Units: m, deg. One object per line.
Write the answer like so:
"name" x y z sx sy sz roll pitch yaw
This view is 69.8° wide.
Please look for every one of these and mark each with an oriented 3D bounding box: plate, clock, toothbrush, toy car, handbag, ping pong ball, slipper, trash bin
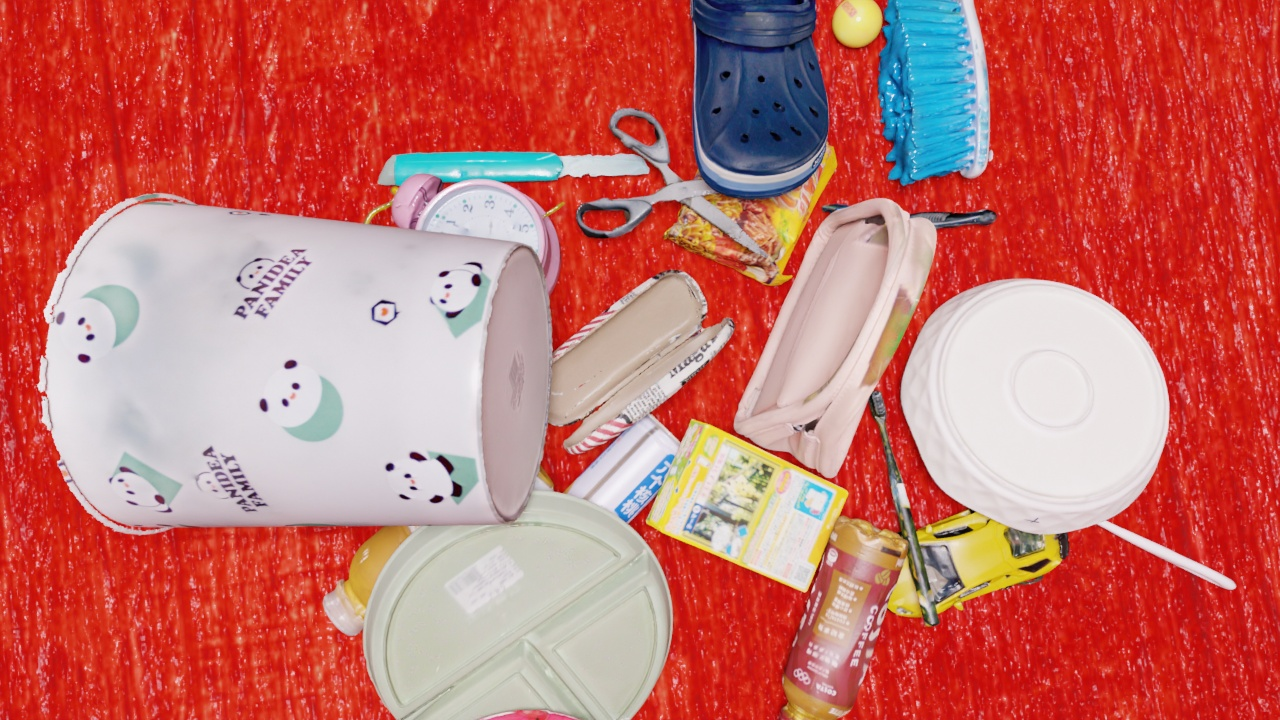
"plate" 0.310 0.028 0.709 0.205 0.046 0.204 0 72 1
"plate" -0.087 0.206 0.676 0.230 0.027 0.230 -2 105 -10
"clock" -0.142 -0.088 0.722 0.158 0.060 0.117 5 85 1
"toothbrush" 0.203 0.111 0.710 0.012 0.017 0.185 -10 70 3
"toy car" 0.256 0.154 0.720 0.156 0.041 0.071 -19 84 -1
"handbag" 0.145 -0.022 0.634 0.093 0.234 0.193 23 84 4
"ping pong ball" 0.178 -0.278 0.754 0.040 0.040 0.040 0 85 -1
"toothbrush" 0.396 0.139 0.737 0.180 0.016 0.016 27 79 2
"slipper" 0.091 -0.240 0.695 0.105 0.095 0.252 0 64 -4
"trash bin" -0.200 0.009 0.611 0.252 0.229 0.229 3 85 7

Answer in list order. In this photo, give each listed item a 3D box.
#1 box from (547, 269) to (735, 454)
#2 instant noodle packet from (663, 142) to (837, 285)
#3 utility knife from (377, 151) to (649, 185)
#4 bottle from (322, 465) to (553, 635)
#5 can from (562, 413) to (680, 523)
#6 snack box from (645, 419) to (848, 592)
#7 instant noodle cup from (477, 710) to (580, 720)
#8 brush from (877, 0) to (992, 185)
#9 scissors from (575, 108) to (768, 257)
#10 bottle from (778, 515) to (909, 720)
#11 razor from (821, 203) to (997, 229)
"box" -0.003 0.006 0.704 0.162 0.087 0.076 -38 126 -8
"instant noodle packet" 0.092 -0.136 0.740 0.111 0.044 0.128 24 85 -2
"utility knife" -0.104 -0.157 0.752 0.222 0.013 0.029 -1 87 0
"bottle" -0.155 0.135 0.698 0.189 0.068 0.068 -39 87 -4
"can" -0.024 0.104 0.711 0.053 0.053 0.134 44 86 3
"snack box" 0.083 0.112 0.700 0.140 0.034 0.087 26 85 -23
"instant noodle cup" -0.084 0.356 0.660 0.194 0.066 0.194 -1 101 -7
"brush" 0.253 -0.295 0.755 0.109 0.060 0.314 -1 83 -7
"scissors" 0.030 -0.137 0.722 0.181 0.014 0.159 -19 78 10
"bottle" 0.149 0.209 0.698 0.057 0.057 0.175 18 93 0
"razor" 0.222 -0.115 0.749 0.142 0.042 0.022 0 104 -7
